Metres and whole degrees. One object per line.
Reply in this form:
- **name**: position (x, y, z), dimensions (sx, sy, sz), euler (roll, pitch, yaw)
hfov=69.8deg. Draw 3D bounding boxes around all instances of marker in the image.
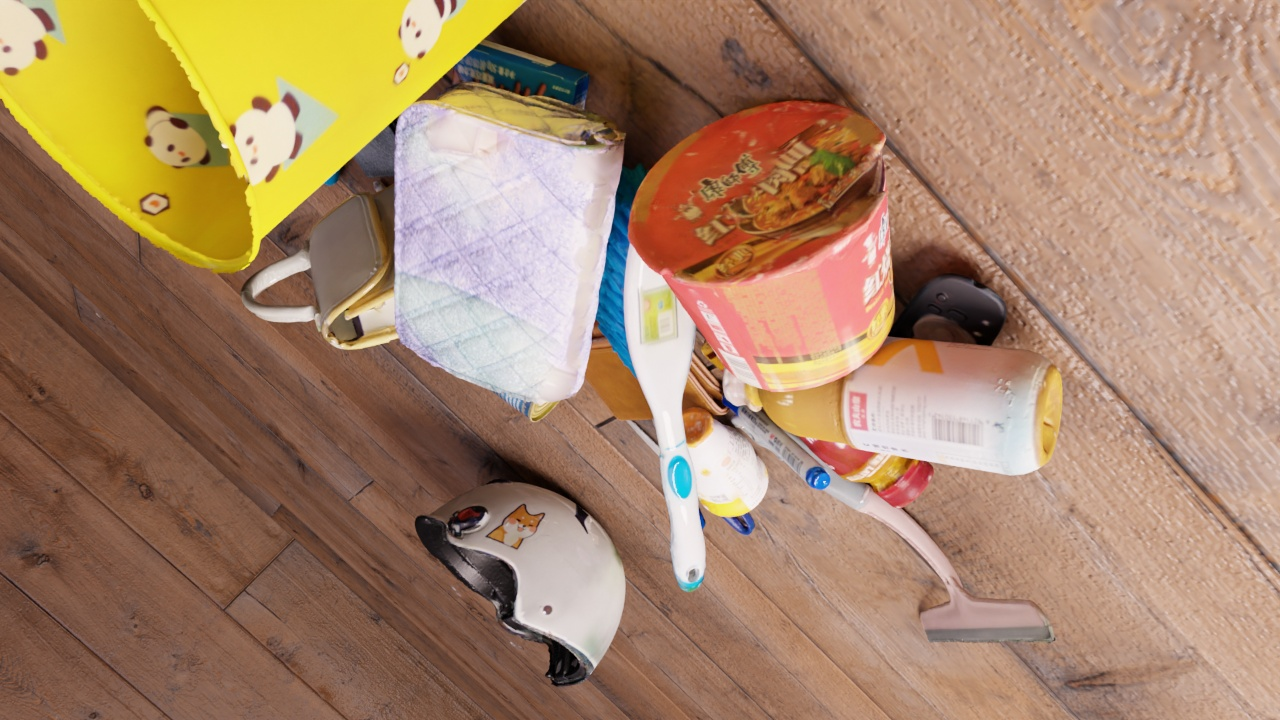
- **marker**: position (0.095, 0.054, 0.662), dimensions (0.017, 0.017, 0.146), euler (58, 175, -28)

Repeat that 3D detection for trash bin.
- **trash bin**: position (-0.184, -0.210, 0.463), dimensions (0.230, 0.254, 0.230), euler (29, 147, 20)

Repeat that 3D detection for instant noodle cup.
- **instant noodle cup**: position (0.074, -0.057, 0.504), dimensions (0.138, 0.137, 0.109), euler (16, 150, 36)

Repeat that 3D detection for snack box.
- **snack box**: position (-0.090, -0.129, 0.624), dimensions (0.084, 0.026, 0.157), euler (21, 125, 9)

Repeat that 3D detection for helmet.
- **helmet**: position (-0.121, 0.234, 1.072), dimensions (0.274, 0.156, 0.230), euler (32, 152, 35)

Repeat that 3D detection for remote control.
- **remote control**: position (0.175, -0.008, 0.552), dimensions (0.053, 0.024, 0.137), euler (31, 146, 11)

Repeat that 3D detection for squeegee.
- **squeegee**: position (0.173, 0.116, 0.703), dimensions (0.249, 0.040, 0.248), euler (41, 167, 10)

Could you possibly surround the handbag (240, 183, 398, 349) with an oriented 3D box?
- **handbag**: position (-0.237, -0.074, 0.743), dimensions (0.163, 0.178, 0.063), euler (-123, 14, -50)

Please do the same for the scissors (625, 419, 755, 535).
- **scissors**: position (0.040, 0.113, 0.874), dimensions (0.162, 0.012, 0.165), euler (34, 148, 14)

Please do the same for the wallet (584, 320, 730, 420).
- **wallet**: position (-0.004, 0.004, 0.759), dimensions (0.131, 0.035, 0.119), euler (-6, 126, 50)

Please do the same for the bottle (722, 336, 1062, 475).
- **bottle**: position (0.138, 0.019, 0.532), dimensions (0.190, 0.067, 0.068), euler (7, 137, 35)

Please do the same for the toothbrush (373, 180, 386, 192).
- **toothbrush**: position (-0.201, -0.093, 0.871), dimensions (0.016, 0.016, 0.180), euler (2, 133, 44)

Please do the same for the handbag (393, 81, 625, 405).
- **handbag**: position (-0.086, -0.076, 0.592), dimensions (0.134, 0.075, 0.194), euler (21, 128, 11)

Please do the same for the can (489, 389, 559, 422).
- **can**: position (-0.119, -0.006, 0.835), dimensions (0.111, 0.075, 0.075), euler (34, 149, 12)

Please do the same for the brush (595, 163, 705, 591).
- **brush**: position (0.013, 0.025, 0.655), dimensions (0.109, 0.060, 0.315), euler (-126, 26, -49)

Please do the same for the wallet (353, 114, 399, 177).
- **wallet**: position (-0.234, -0.205, 0.763), dimensions (0.097, 0.019, 0.121), euler (11, 140, 44)

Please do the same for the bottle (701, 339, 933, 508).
- **bottle**: position (0.123, 0.029, 0.627), dimensions (0.175, 0.057, 0.058), euler (42, 150, -1)

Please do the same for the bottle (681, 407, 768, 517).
- **bottle**: position (0.061, 0.080, 0.741), dimensions (0.063, 0.063, 0.108), euler (14, 154, 37)

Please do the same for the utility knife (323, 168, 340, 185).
- **utility knife**: position (-0.261, -0.197, 0.766), dimensions (0.034, 0.018, 0.239), euler (48, 158, -8)
